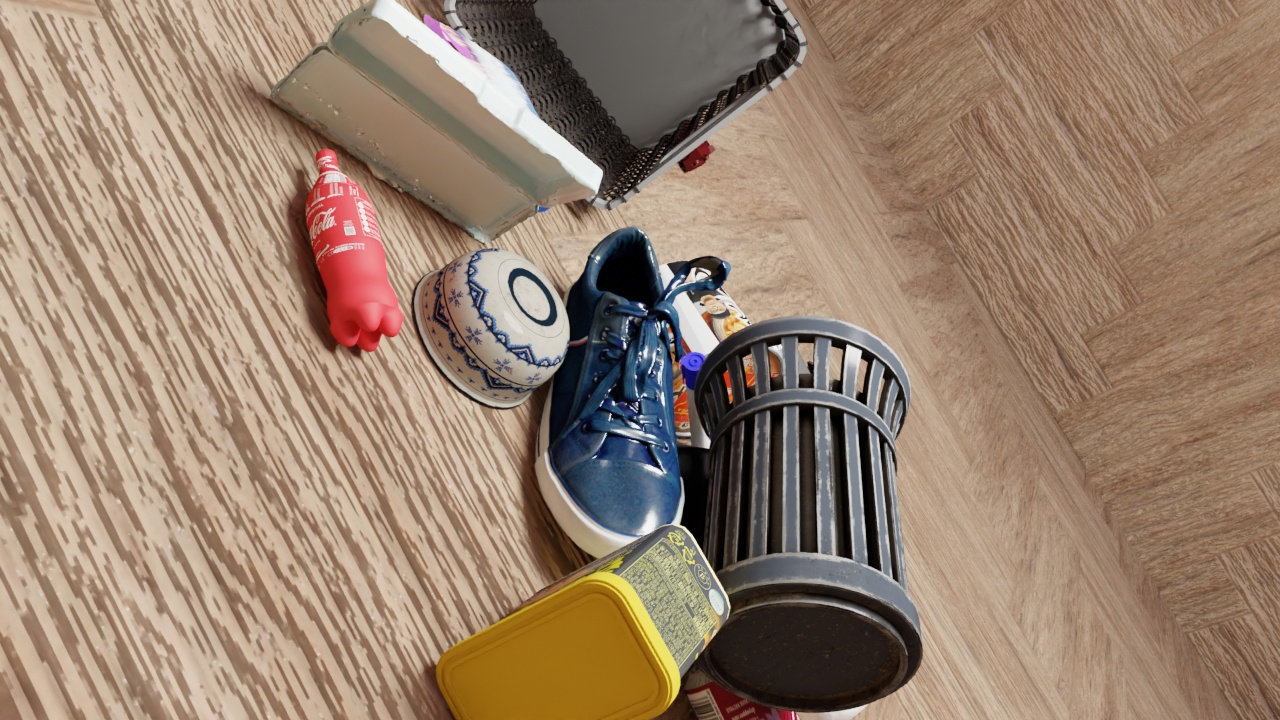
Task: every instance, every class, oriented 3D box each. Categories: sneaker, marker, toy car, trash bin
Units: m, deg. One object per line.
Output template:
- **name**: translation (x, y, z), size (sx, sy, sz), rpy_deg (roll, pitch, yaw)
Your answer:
- **sneaker**: translation (-0.004, 0.004, 0.664), size (0.120, 0.128, 0.293), rpy_deg (11, 43, -14)
- **marker**: translation (0.048, 0.042, 0.773), size (0.142, 0.020, 0.020), rpy_deg (81, -1, -54)
- **toy car**: translation (0.041, -0.331, 1.181), size (0.170, 0.062, 0.070), rpy_deg (55, 28, -4)
- **trash bin**: translation (0.111, 0.105, 0.630), size (0.164, 0.165, 0.226), rpy_deg (43, 34, -26)

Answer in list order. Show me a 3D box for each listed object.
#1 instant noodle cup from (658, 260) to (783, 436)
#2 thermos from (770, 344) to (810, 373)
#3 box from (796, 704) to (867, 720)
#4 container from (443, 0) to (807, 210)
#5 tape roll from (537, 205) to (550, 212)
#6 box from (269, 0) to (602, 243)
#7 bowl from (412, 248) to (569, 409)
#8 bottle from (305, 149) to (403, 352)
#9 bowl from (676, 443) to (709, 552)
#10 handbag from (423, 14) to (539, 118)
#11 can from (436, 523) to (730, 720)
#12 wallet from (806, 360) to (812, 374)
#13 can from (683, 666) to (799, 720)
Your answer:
- **instant noodle cup**: translation (0.047, -0.017, 0.822), size (0.123, 0.124, 0.121), rpy_deg (23, 34, -48)
- **thermos**: translation (0.164, 0.090, 0.926), size (0.082, 0.082, 0.240), rpy_deg (-1, 62, -58)
- **box**: translation (0.132, 0.214, 0.757), size (0.091, 0.082, 0.161), rpy_deg (-19, 77, -49)
- **container**: translation (0.001, -0.335, 0.914), size (0.245, 0.248, 0.243), rpy_deg (51, 20, -11)
- **tape roll**: translation (-0.107, -0.177, 0.831), size (0.093, 0.016, 0.091), rpy_deg (39, 33, -32)
- **box**: translation (-0.136, -0.159, 0.638), size (0.197, 0.136, 0.043), rpy_deg (34, 54, -38)
- **bowl**: translation (-0.097, -0.030, 0.651), size (0.115, 0.059, 0.115), rpy_deg (39, 33, -32)
- **bottle**: translation (-0.183, -0.073, 0.574), size (0.041, 0.042, 0.141), rpy_deg (13, 51, -53)
- **bowl**: translation (0.053, 0.111, 0.756), size (0.124, 0.053, 0.123), rpy_deg (39, 33, -32)
- **handbag**: translation (-0.133, -0.205, 0.702), size (0.144, 0.068, 0.170), rpy_deg (62, 6, 9)
- **can**: translation (-0.027, 0.153, 0.502), size (0.072, 0.131, 0.100), rpy_deg (60, 25, 4)
- **wallet**: translation (0.206, 0.066, 0.999), size (0.120, 0.031, 0.099), rpy_deg (-118, -165, -65)
- **can**: translation (0.080, 0.260, 0.636), size (0.063, 0.063, 0.114), rpy_deg (-8, 69, -60)
